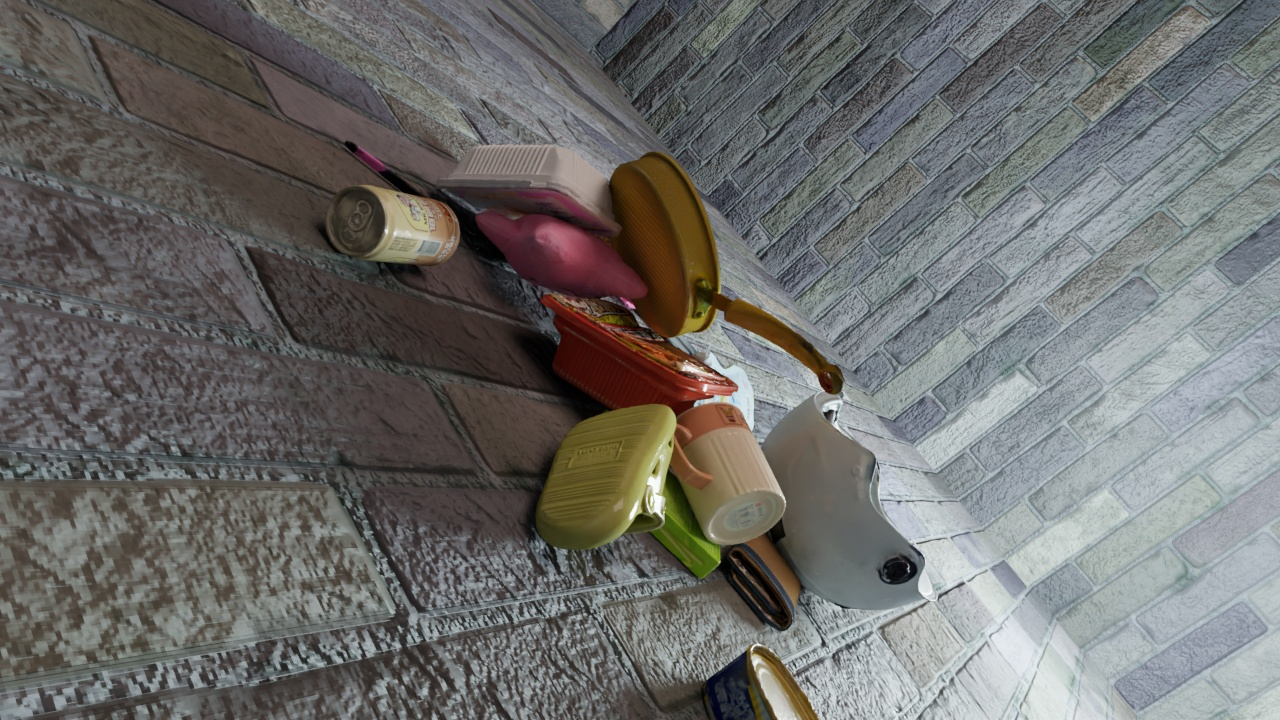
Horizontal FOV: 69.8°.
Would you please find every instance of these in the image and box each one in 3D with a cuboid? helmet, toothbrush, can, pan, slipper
[{"bbox_3d":[0.211,0.173,1.017,0.259,0.146,0.228,60,12,-22],"label":"helmet"},{"bbox_3d":[-0.216,-0.156,0.917,0.189,0.014,0.017,37,28,-33],"label":"toothbrush"},{"bbox_3d":[-0.201,-0.109,0.755,0.058,0.059,0.116,51,16,10],"label":"can"},{"bbox_3d":[0.072,-0.075,0.927,0.357,0.078,0.198,54,-25,40],"label":"pan"},{"bbox_3d":[0.100,0.276,0.643,0.074,0.049,0.148,29,24,-48],"label":"can"},{"bbox_3d":[-0.022,0.100,0.704,0.190,0.092,0.082,-60,139,-63],"label":"slipper"}]

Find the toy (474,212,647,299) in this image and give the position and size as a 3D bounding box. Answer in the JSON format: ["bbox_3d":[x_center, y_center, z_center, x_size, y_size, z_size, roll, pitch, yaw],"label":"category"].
[{"bbox_3d":[-0.085,-0.109,0.985,0.194,0.074,0.179,22,0,-44],"label":"toy"}]

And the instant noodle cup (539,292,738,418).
[{"bbox_3d":[-0.005,0.005,0.903,0.189,0.079,0.164,30,9,20],"label":"instant noodle cup"}]

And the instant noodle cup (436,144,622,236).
[{"bbox_3d":[-0.115,-0.185,0.985,0.174,0.060,0.138,6,-11,30],"label":"instant noodle cup"}]

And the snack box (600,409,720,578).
[{"bbox_3d":[0.011,0.119,0.830,0.156,0.026,0.085,45,16,-11],"label":"snack box"}]

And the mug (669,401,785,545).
[{"bbox_3d":[0.066,0.098,0.827,0.114,0.082,0.105,28,27,-41],"label":"mug"}]

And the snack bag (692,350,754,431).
[{"bbox_3d":[0.097,0.051,1.124,0.039,0.110,0.191,7,-5,24],"label":"snack bag"}]

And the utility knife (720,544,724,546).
[{"bbox_3d":[0.077,0.146,0.955,0.031,0.020,0.188,48,7,-13],"label":"utility knife"}]

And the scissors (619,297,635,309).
[{"bbox_3d":[-0.002,-0.074,1.295,0.133,0.017,0.131,57,15,17],"label":"scissors"}]

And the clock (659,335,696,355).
[{"bbox_3d":[0.040,0.000,1.149,0.082,0.055,0.121,48,14,1],"label":"clock"}]

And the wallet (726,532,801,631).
[{"bbox_3d":[0.123,0.210,0.906,0.090,0.033,0.115,52,15,6],"label":"wallet"}]

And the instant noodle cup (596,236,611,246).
[{"bbox_3d":[-0.071,-0.143,1.124,0.111,0.112,0.123,46,7,-8],"label":"instant noodle cup"}]
